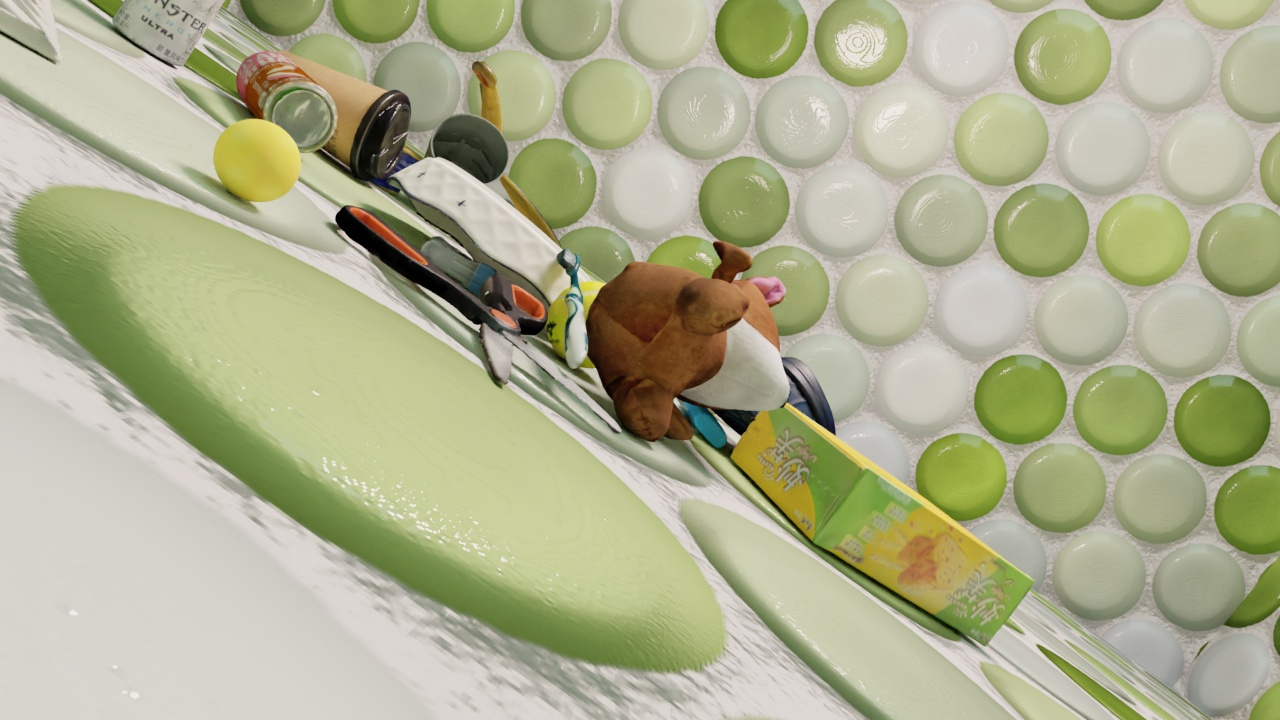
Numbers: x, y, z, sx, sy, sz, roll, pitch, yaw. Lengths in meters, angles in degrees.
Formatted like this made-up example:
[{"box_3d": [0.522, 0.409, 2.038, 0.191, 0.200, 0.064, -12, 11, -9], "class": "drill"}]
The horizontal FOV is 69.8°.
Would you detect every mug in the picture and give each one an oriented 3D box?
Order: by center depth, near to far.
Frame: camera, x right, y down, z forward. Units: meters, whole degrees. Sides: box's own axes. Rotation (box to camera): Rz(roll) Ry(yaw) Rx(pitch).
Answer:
[{"box_3d": [-0.187, -0.189, 0.998, 0.124, 0.083, 0.104, 60, -29, 2], "class": "mug"}]

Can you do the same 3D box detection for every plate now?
[{"box_3d": [-0.117, -0.097, 0.767, 0.205, 0.045, 0.205, 39, -4, 3], "class": "plate"}]

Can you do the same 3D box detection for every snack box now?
[{"box_3d": [0.193, 0.129, 0.751, 0.210, 0.070, 0.157, 34, 5, -25], "class": "snack box"}]

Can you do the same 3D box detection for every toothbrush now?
[{"box_3d": [-0.047, -0.040, 0.614, 0.018, 0.016, 0.191, 41, 16, -21], "class": "toothbrush"}]

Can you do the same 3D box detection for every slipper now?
[{"box_3d": [0.136, 0.049, 0.871, 0.105, 0.095, 0.253, 34, -9, 49], "class": "slipper"}]

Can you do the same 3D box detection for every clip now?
[{"box_3d": [-0.136, -0.072, 0.684, 0.058, 0.025, 0.036, 31, 13, -11], "class": "clip"}]

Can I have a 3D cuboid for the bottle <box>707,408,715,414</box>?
[{"box_3d": [0.060, 0.013, 1.057, 0.149, 0.067, 0.066, 43, 5, 4], "class": "bottle"}]

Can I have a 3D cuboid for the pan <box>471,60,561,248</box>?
[{"box_3d": [-0.175, -0.231, 1.106, 0.197, 0.078, 0.358, 42, -10, 13], "class": "pan"}]

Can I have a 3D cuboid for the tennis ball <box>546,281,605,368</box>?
[{"box_3d": [-0.037, -0.026, 0.678, 0.065, 0.065, 0.065, 35, 5, -4], "class": "tennis ball"}]

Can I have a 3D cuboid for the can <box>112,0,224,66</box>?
[{"box_3d": [-0.356, -0.311, 0.732, 0.058, 0.147, 0.058, 36, 5, -4], "class": "can"}]

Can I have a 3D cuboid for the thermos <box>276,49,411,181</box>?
[{"box_3d": [-0.291, -0.237, 0.881, 0.143, 0.093, 0.093, 28, 4, 3], "class": "thermos"}]

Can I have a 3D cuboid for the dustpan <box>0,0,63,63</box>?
[{"box_3d": [-0.438, -0.256, 0.445, 0.223, 0.142, 0.258, 41, -22, 48], "class": "dustpan"}]

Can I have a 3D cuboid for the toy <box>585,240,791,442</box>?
[{"box_3d": [0.049, -0.009, 0.648, 0.130, 0.140, 0.199, 39, 12, 16], "class": "toy"}]

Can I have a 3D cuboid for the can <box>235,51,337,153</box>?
[{"box_3d": [-0.300, -0.220, 0.773, 0.058, 0.058, 0.147, 32, 6, -40], "class": "can"}]

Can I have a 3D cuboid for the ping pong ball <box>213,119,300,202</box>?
[{"box_3d": [-0.189, -0.099, 0.453, 0.040, 0.040, 0.040, 35, 5, -4], "class": "ping pong ball"}]

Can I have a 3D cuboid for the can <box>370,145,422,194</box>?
[{"box_3d": [-0.301, -0.235, 0.970, 0.148, 0.049, 0.074, 37, 4, 12], "class": "can"}]

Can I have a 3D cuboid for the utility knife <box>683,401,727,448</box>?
[{"box_3d": [0.055, 0.047, 0.896, 0.034, 0.018, 0.223, 46, 3, -8], "class": "utility knife"}]

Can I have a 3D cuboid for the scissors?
[{"box_3d": [-0.099, -0.028, 0.561, 0.232, 0.022, 0.220, 35, 10, 0], "class": "scissors"}]
